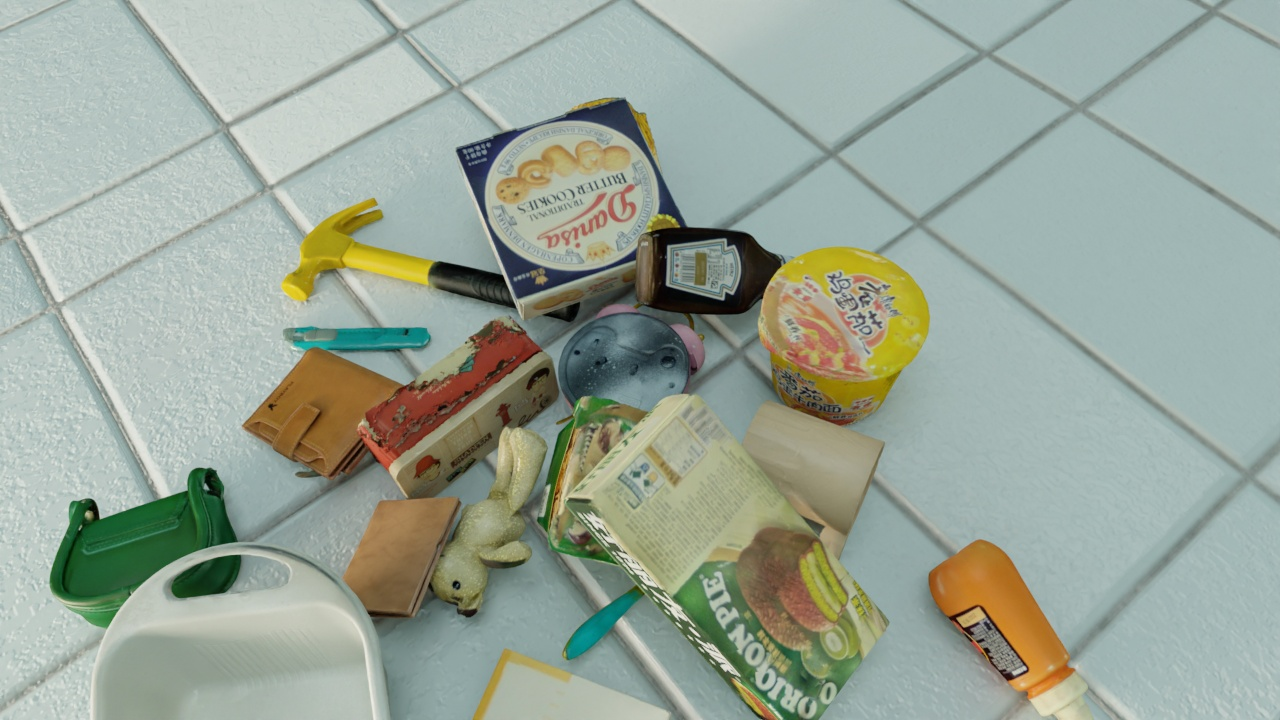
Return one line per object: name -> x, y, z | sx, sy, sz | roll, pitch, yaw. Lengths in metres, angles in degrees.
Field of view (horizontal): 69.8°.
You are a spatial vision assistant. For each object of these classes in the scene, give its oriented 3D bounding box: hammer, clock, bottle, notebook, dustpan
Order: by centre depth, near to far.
dustpan -> -0.280, 0.272, 0.639 | 0.222, 0.143, 0.257 | -8, 53, -1
notebook -> -0.079, 0.328, 0.659 | 0.146, 0.010, 0.205 | 15, 62, 20
bottle -> 0.284, 0.210, 0.693 | 0.066, 0.067, 0.149 | -28, 68, -14
clock -> -0.005, 0.005, 0.839 | 0.117, 0.060, 0.158 | 19, 63, 16
bottle -> 0.092, -0.082, 0.860 | 0.194, 0.044, 0.080 | 0, 94, -21
hammer -> -0.206, -0.088, 0.927 | 0.301, 0.033, 0.128 | 14, 61, 13

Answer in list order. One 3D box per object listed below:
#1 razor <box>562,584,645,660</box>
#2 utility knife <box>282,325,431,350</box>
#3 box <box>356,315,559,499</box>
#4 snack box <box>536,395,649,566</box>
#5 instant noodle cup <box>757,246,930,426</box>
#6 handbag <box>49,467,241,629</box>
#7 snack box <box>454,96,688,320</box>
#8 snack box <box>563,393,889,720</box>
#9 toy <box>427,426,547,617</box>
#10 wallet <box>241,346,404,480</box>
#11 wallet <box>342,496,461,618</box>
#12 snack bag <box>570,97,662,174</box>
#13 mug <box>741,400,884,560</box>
razor -> -0.010, 0.196, 0.738 | 0.132, 0.028, 0.043 | -36, 94, -20
utility knife -> -0.281, -0.023, 0.902 | 0.151, 0.013, 0.029 | -1, 59, 4
box -> -0.162, 0.037, 0.810 | 0.168, 0.091, 0.080 | -39, 66, -19
snack box -> -0.026, 0.102, 0.729 | 0.117, 0.106, 0.118 | 19, 75, -21
instant noodle cup -> 0.173, -0.014, 0.808 | 0.138, 0.110, 0.137 | -1, 58, 2
handbag -> -0.413, 0.155, 0.767 | 0.131, 0.068, 0.120 | -19, 58, -8
snack box -> -0.064, -0.151, 0.890 | 0.177, 0.046, 0.182 | -21, 72, -12
snack box -> 0.066, 0.148, 0.670 | 0.114, 0.063, 0.240 | -45, 102, -21
toy -> -0.124, 0.127, 0.751 | 0.105, 0.066, 0.157 | 19, 82, 46
wallet -> -0.290, 0.052, 0.835 | 0.131, 0.035, 0.118 | 20, 59, 32
wallet -> -0.199, 0.159, 0.745 | 0.115, 0.020, 0.101 | -10, 50, 42
snack bag -> -0.031, -0.169, 0.955 | 0.128, 0.073, 0.207 | -8, 65, -2
mug -> 0.131, 0.106, 0.763 | 0.103, 0.084, 0.124 | 22, 88, 18
